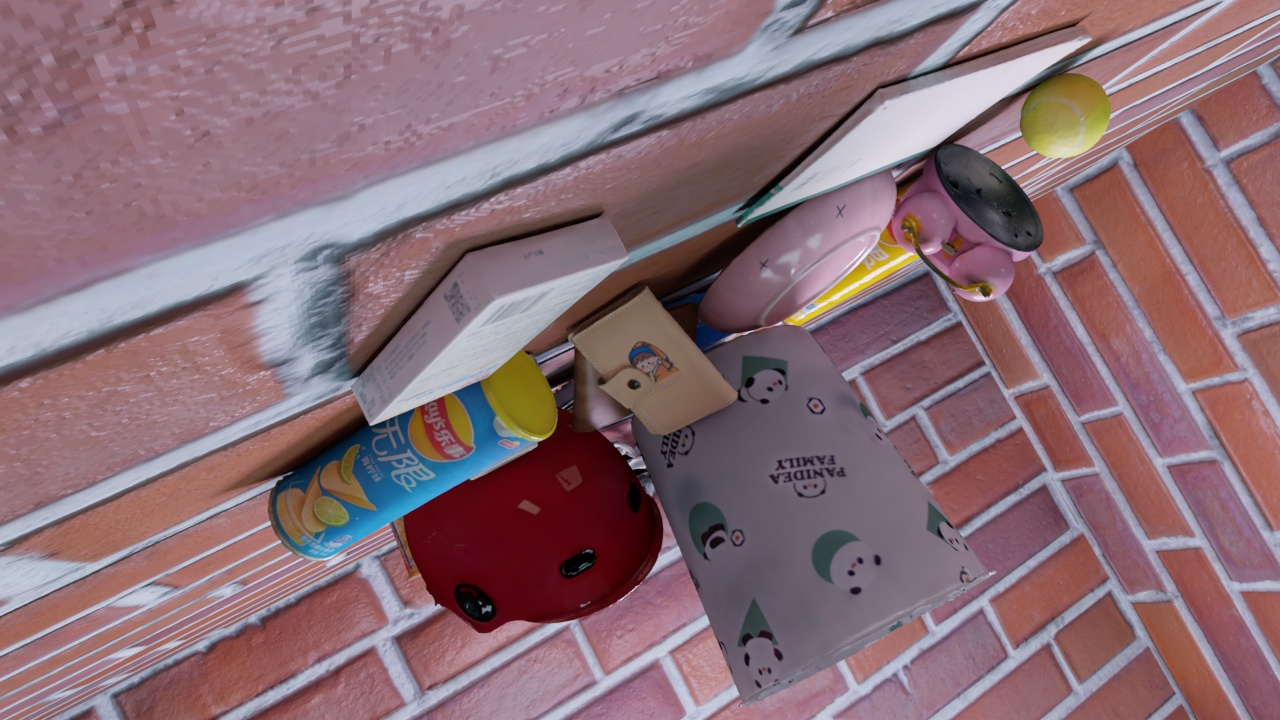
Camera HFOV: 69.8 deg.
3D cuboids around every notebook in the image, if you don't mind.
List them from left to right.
[{"bbox_3d":[0.173,-0.149,0.592,0.208,0.012,0.151,-25,174,-32],"label":"notebook"}]

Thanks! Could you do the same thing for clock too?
[{"bbox_3d":[0.270,-0.112,0.770,0.060,0.117,0.158,-48,-177,44],"label":"clock"}]

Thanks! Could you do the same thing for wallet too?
[{"bbox_3d":[-0.005,0.004,0.768,0.115,0.020,0.101,-18,135,-26],"label":"wallet"},{"bbox_3d":[0.006,0.006,0.698,0.087,0.115,0.024,-29,-155,31],"label":"wallet"}]

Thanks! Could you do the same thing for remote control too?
[{"bbox_3d":[-0.095,0.048,0.980,0.135,0.020,0.056,-36,177,-32],"label":"remote control"}]

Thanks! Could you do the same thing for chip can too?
[{"bbox_3d":[-0.158,0.066,0.627,0.211,0.071,0.071,-30,175,23],"label":"chip can"},{"bbox_3d":[0.224,-0.110,0.933,0.214,0.072,0.071,-31,174,39],"label":"chip can"}]

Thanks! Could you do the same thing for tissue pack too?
[{"bbox_3d":[0.038,-0.026,0.871,0.156,0.052,0.095,-23,171,-43],"label":"tissue pack"}]

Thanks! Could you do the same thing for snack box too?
[{"bbox_3d":[-0.081,-0.017,0.464,0.084,0.027,0.157,-24,174,-42],"label":"snack box"}]

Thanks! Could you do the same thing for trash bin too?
[{"bbox_3d":[0.127,0.122,0.773,0.229,0.251,0.230,-23,158,-10],"label":"trash bin"}]

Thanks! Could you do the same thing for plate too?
[{"bbox_3d":[0.134,-0.079,0.745,0.192,0.039,0.192,-34,167,-9],"label":"plate"}]

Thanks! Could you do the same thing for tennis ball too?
[{"bbox_3d":[0.336,-0.193,0.727,0.065,0.065,0.065,-28,175,-3],"label":"tennis ball"}]

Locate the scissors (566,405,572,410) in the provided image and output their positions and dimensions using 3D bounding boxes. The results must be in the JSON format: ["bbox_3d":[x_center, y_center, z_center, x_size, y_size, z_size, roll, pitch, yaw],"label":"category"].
[{"bbox_3d":[-0.001,0.002,1.039,0.223,0.015,0.190,-33,176,-44],"label":"scissors"}]

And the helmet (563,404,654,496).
[{"bbox_3d":[-0.114,0.199,1.312,0.275,0.230,0.233,-30,160,9],"label":"helmet"}]

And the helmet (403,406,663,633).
[{"bbox_3d":[-0.106,0.117,0.800,0.240,0.144,0.206,4,-141,42],"label":"helmet"}]

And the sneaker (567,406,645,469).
[{"bbox_3d":[-0.002,0.068,0.937,0.241,0.088,0.118,-20,-177,18],"label":"sneaker"}]

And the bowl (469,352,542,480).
[{"bbox_3d":[-0.119,0.050,0.708,0.116,0.066,0.116,-28,175,-3],"label":"bowl"}]

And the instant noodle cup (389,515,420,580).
[{"bbox_3d":[-0.210,0.154,1.000,0.151,0.111,0.151,-28,175,-3],"label":"instant noodle cup"}]
